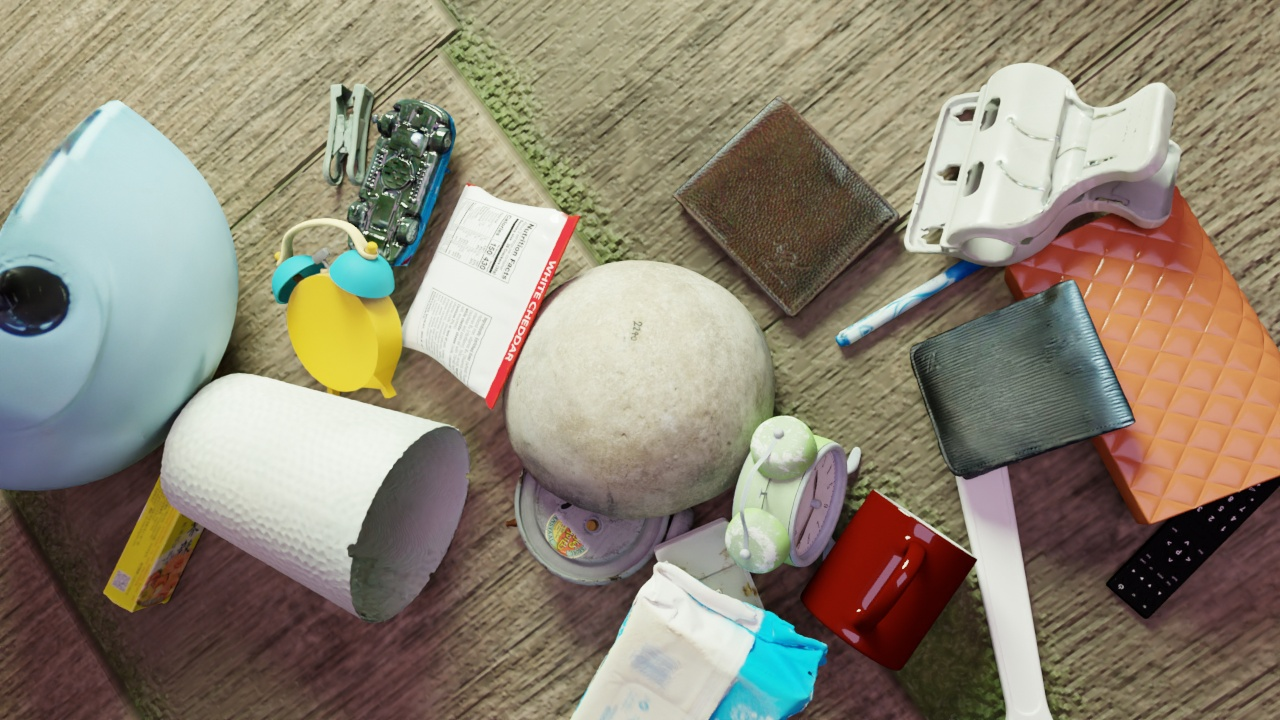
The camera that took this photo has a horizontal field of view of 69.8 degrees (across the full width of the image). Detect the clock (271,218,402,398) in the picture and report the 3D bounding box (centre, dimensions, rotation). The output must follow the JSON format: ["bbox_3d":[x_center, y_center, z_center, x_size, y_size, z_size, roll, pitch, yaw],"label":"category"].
[{"bbox_3d":[-0.211,-0.035,0.644,0.099,0.043,0.130,-1,107,29],"label":"clock"}]

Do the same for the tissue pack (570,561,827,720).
[{"bbox_3d":[0.022,0.220,0.560,0.117,0.065,0.210,30,114,11],"label":"tissue pack"}]

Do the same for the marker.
[{"bbox_3d":[0.191,-0.048,0.599,0.142,0.013,0.013,-31,81,7],"label":"marker"}]

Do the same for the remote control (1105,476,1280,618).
[{"bbox_3d":[0.346,0.097,0.561,0.030,0.009,0.140,43,95,10],"label":"remote control"}]

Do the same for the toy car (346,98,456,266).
[{"bbox_3d":[-0.170,-0.126,0.656,0.056,0.043,0.120,20,93,11],"label":"toy car"}]

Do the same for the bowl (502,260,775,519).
[{"bbox_3d":[-0.003,0.003,0.568,0.178,0.081,0.178,-2,65,3],"label":"bowl"}]

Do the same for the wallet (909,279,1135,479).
[{"bbox_3d":[0.219,0.014,0.544,0.115,0.026,0.089,-30,71,41],"label":"wallet"}]

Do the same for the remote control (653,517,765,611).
[{"bbox_3d":[0.056,0.170,0.586,0.050,0.011,0.136,-23,101,-2],"label":"remote control"}]

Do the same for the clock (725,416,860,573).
[{"bbox_3d":[0.090,0.084,0.564,0.043,0.119,0.094,14,87,32],"label":"clock"}]

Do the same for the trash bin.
[{"bbox_3d":[-0.218,0.082,0.614,0.161,0.133,0.133,18,90,16],"label":"trash bin"}]

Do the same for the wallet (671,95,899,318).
[{"bbox_3d":[0.096,-0.103,0.613,0.099,0.031,0.120,-43,81,9],"label":"wallet"}]

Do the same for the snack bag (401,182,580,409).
[{"bbox_3d":[-0.111,-0.052,0.617,0.144,0.039,0.131,26,92,47],"label":"snack bag"}]

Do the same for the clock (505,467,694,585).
[{"bbox_3d":[-0.016,0.099,0.607,0.148,0.056,0.104,19,88,13],"label":"clock"}]

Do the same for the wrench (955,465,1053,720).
[{"bbox_3d":[0.232,0.164,0.575,0.066,0.018,0.273,-10,84,10],"label":"wrench"}]

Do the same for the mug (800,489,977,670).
[{"bbox_3d":[0.147,0.132,0.547,0.073,0.105,0.082,34,93,13],"label":"mug"}]

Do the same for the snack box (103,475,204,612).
[{"bbox_3d":[-0.341,0.111,0.676,0.029,0.040,0.148,27,91,11],"label":"snack box"}]

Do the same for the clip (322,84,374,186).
[{"bbox_3d":[-0.217,-0.166,0.680,0.045,0.023,0.076,3,85,13],"label":"clip"}]

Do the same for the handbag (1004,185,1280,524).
[{"bbox_3d":[0.309,-0.003,0.545,0.109,0.060,0.171,-26,73,15],"label":"handbag"}]

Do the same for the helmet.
[{"bbox_3d":[-0.366,-0.033,0.616,0.166,0.225,0.265,27,94,-26],"label":"helmet"}]

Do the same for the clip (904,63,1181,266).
[{"bbox_3d":[0.237,-0.118,0.544,0.144,0.075,0.124,5,68,39],"label":"clip"}]
